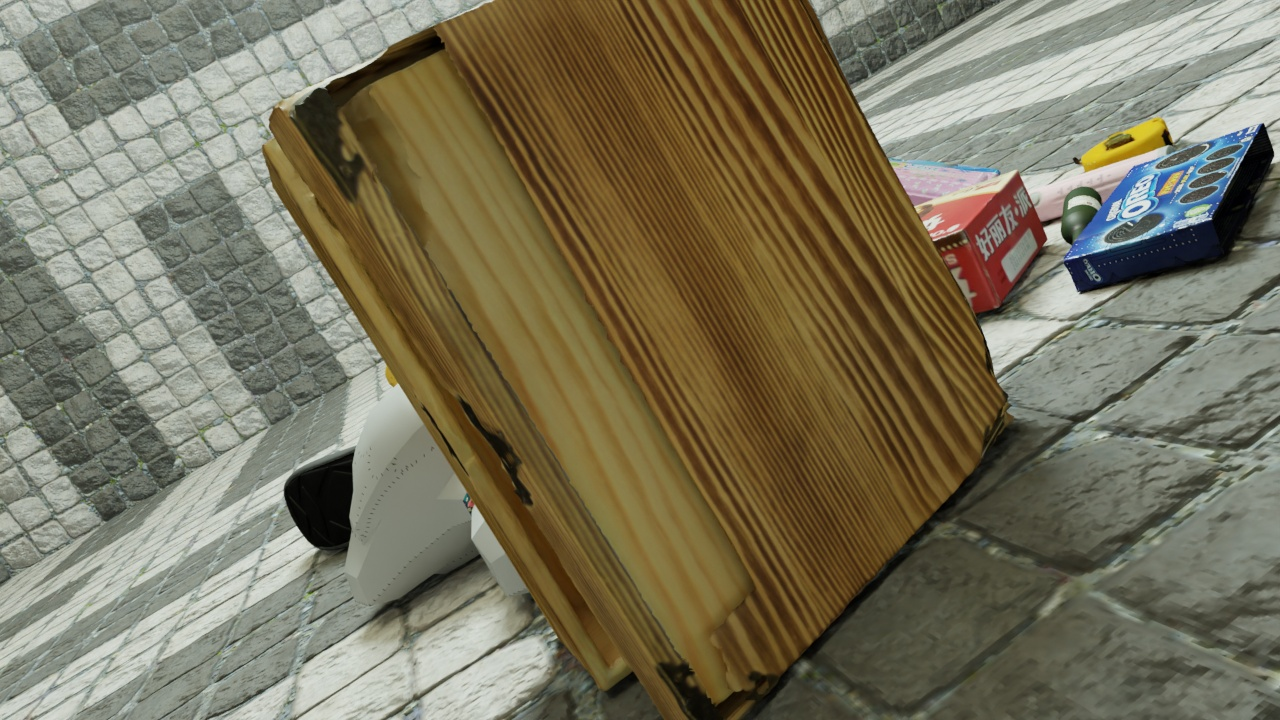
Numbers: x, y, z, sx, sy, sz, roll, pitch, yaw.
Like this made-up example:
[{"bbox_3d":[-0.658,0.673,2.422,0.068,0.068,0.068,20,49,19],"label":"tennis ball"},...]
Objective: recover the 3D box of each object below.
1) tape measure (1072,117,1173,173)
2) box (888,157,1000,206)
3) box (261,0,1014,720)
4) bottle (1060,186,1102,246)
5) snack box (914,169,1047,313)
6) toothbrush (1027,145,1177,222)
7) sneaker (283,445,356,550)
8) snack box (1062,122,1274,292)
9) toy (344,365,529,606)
[{"bbox_3d":[0.371,-0.158,0.703,0.068,0.030,0.058,-23,12,29],"label":"tape measure"},{"bbox_3d":[0.221,-0.182,0.890,0.231,0.035,0.159,14,33,27],"label":"box"},{"bbox_3d":[0.014,-0.030,0.423,0.246,0.279,0.176,-33,9,-18],"label":"box"},{"bbox_3d":[0.296,-0.092,0.615,0.025,0.025,0.105,-21,15,33],"label":"bottle"},{"bbox_3d":[0.169,-0.061,0.694,0.237,0.060,0.112,-17,18,47],"label":"snack box"},{"bbox_3d":[0.294,-0.115,0.710,0.223,0.026,0.027,-16,57,48],"label":"toothbrush"},{"bbox_3d":[-0.225,0.102,0.904,0.257,0.093,0.160,-22,6,36],"label":"sneaker"},{"bbox_3d":[0.323,-0.094,0.558,0.082,0.027,0.149,-16,18,49],"label":"snack box"},{"bbox_3d":[-0.117,0.079,0.634,0.247,0.141,0.267,-44,35,11],"label":"toy"}]
